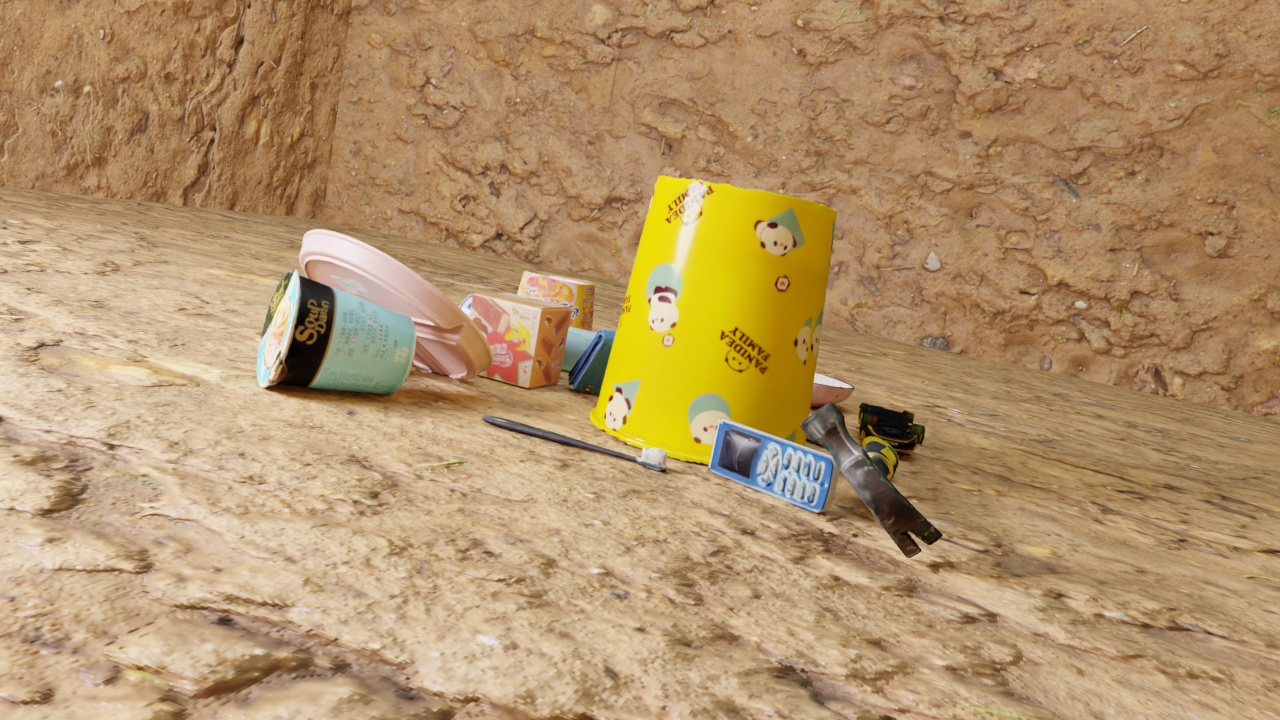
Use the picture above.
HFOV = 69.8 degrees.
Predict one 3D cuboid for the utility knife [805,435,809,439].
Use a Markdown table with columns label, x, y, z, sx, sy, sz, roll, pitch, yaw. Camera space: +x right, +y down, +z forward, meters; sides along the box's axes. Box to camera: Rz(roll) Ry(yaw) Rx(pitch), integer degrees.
| label | x | y | z | sx | sy | sz | roll | pitch | yaw |
| --- | --- | --- | --- | --- | --- | --- | --- | --- | --- |
| utility knife | 0.166 | 0.071 | 1.085 | 0.033 | 0.015 | 0.209 | 2 | 14 | -41 |

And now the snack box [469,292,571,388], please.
| label | x | y | z | sx | sy | sz | roll | pitch | yaw |
| --- | --- | --- | --- | --- | --- | --- | --- | --- | --- |
| snack box | -0.145 | -0.025 | 1.076 | 0.093 | 0.094 | 0.077 | 14 | 9 | 20 |

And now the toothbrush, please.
| label | x | y | z | sx | sy | sz | roll | pitch | yaw |
| --- | --- | --- | --- | --- | --- | --- | --- | --- | --- |
| toothbrush | -0.061 | 0.070 | 0.819 | 0.181 | 0.018 | 0.015 | 12 | 11 | 17 |

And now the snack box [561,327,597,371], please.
| label | x | y | z | sx | sy | sz | roll | pitch | yaw |
| --- | --- | --- | --- | --- | --- | --- | --- | --- | --- |
| snack box | -0.027 | -0.002 | 1.221 | 0.175 | 0.052 | 0.074 | 12 | 9 | 8 |

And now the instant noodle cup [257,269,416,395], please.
| label | x | y | z | sx | sy | sz | roll | pitch | yaw |
| --- | --- | --- | --- | --- | --- | --- | --- | --- | --- |
| instant noodle cup | -0.279 | -0.015 | 0.853 | 0.120 | 0.111 | 0.111 | 16 | 4 | -33 |

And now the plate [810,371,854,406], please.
| label | x | y | z | sx | sy | sz | roll | pitch | yaw |
| --- | --- | --- | --- | --- | --- | --- | --- | --- | --- |
| plate | 0.207 | 0.032 | 1.316 | 0.192 | 0.039 | 0.192 | 13 | 7 | -2 |

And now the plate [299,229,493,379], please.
| label | x | y | z | sx | sy | sz | roll | pitch | yaw |
| --- | --- | --- | --- | --- | --- | --- | --- | --- | --- |
| plate | -0.256 | -0.050 | 0.951 | 0.229 | 0.028 | 0.230 | 27 | -22 | 12 |

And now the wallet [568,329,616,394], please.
| label | x | y | z | sx | sy | sz | roll | pitch | yaw |
| --- | --- | --- | --- | --- | --- | --- | --- | --- | --- |
| wallet | -0.006 | 0.006 | 1.074 | 0.133 | 0.107 | 0.040 | 8 | 52 | -25 |

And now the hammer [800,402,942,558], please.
| label | x | y | z | sx | sy | sz | roll | pitch | yaw |
| --- | --- | --- | --- | --- | --- | --- | --- | --- | --- |
| hammer | 0.205 | 0.095 | 0.793 | 0.126 | 0.032 | 0.323 | 54 | 11 | 12 |

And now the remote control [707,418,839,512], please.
| label | x | y | z | sx | sy | sz | roll | pitch | yaw |
| --- | --- | --- | --- | --- | --- | --- | --- | --- | --- |
| remote control | 0.113 | 0.089 | 0.789 | 0.125 | 0.049 | 0.024 | 18 | 9 | 40 |

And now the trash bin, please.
| label | x | y | z | sx | sy | sz | roll | pitch | yaw |
| --- | --- | --- | --- | --- | --- | --- | --- | --- | --- |
| trash bin | 0.083 | -0.043 | 0.933 | 0.229 | 0.255 | 0.229 | 11 | 8 | -2 |

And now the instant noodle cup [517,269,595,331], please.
| label | x | y | z | sx | sy | sz | roll | pitch | yaw |
| --- | --- | --- | --- | --- | --- | --- | --- | --- | --- |
| instant noodle cup | -0.128 | -0.071 | 1.361 | 0.138 | 0.110 | 0.138 | 12 | 8 | -2 |

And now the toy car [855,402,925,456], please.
| label | x | y | z | sx | sy | sz | roll | pitch | yaw |
| --- | --- | --- | --- | --- | --- | --- | --- | --- | --- |
| toy car | 0.297 | 0.081 | 1.101 | 0.071 | 0.041 | 0.155 | 12 | 10 | 9 |

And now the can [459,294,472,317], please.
| label | x | y | z | sx | sy | sz | roll | pitch | yaw |
| --- | --- | --- | --- | --- | --- | --- | --- | --- | --- |
| can | -0.166 | -0.034 | 1.156 | 0.134 | 0.053 | 0.053 | 27 | 13 | 16 |
